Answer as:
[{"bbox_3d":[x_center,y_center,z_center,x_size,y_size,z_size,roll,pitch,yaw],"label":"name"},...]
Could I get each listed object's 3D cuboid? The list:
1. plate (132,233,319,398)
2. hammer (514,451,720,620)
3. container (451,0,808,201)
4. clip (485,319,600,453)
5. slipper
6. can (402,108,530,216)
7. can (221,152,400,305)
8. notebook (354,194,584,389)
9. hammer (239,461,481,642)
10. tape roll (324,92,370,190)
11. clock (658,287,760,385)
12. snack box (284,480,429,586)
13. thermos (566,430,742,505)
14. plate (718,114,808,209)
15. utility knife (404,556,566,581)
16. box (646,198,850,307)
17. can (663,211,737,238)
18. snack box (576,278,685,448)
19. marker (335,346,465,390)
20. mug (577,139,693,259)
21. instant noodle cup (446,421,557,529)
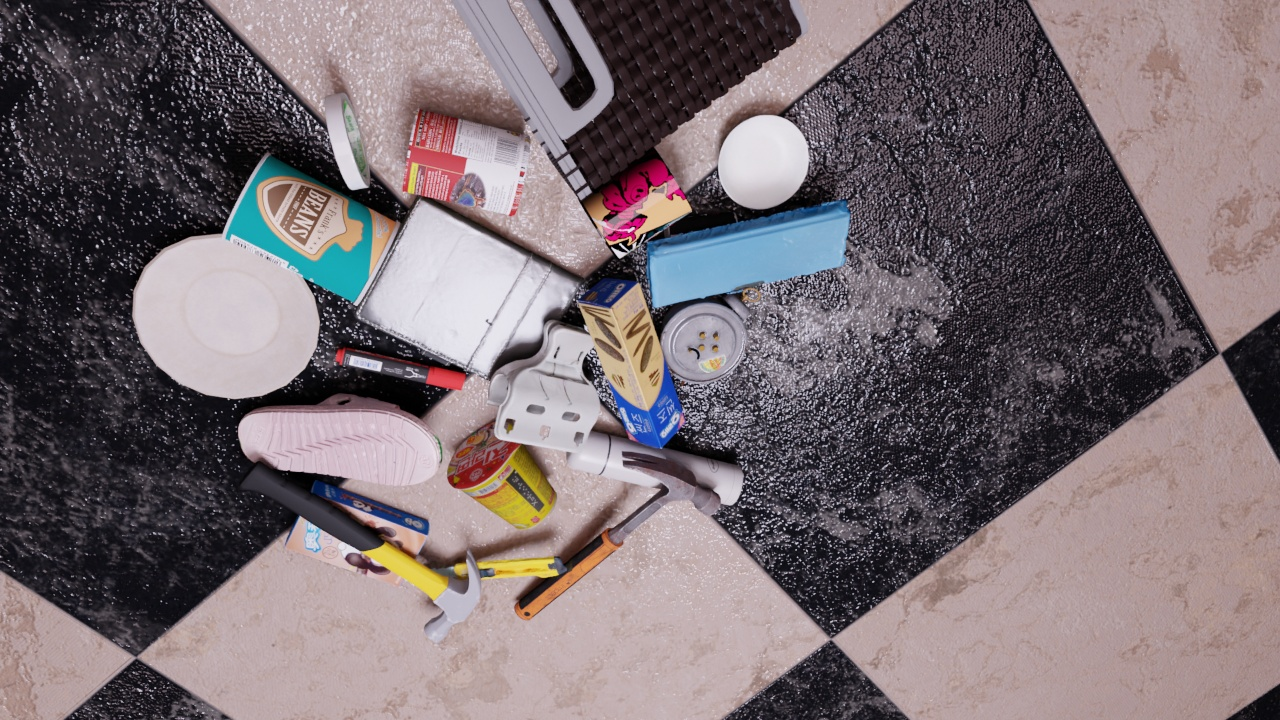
[{"bbox_3d":[-0.448,-0.049,1.003,0.188,0.027,0.189,-4,114,-8],"label":"plate"},{"bbox_3d":[-0.058,0.230,1.157,0.137,0.035,0.315,37,115,-26],"label":"hammer"},{"bbox_3d":[-0.031,-0.333,0.834,0.243,0.245,0.247,-32,115,1],"label":"container"},{"bbox_3d":[-0.110,0.025,1.069,0.126,0.099,0.152,14,84,-39],"label":"clip"},{"bbox_3d":[-0.342,0.085,1.064,0.239,0.064,0.094,3,112,7],"label":"slipper"},{"bbox_3d":[-0.180,-0.203,0.949,0.116,0.086,0.087,11,111,-14],"label":"can"},{"bbox_3d":[-0.337,-0.133,0.945,0.144,0.099,0.099,28,106,-20],"label":"can"},{"bbox_3d":[-0.194,-0.070,1.038,0.209,0.029,0.170,28,106,-19],"label":"notebook"},{"bbox_3d":[-0.329,0.219,1.103,0.323,0.029,0.127,40,105,-22],"label":"hammer"},{"bbox_3d":[-0.293,-0.219,0.918,0.018,0.093,0.094,-13,115,-5],"label":"tape roll"},{"bbox_3d":[0.082,-0.035,1.086,0.148,0.056,0.104,-41,114,11],"label":"clock"},{"bbox_3d":[-0.348,0.215,1.133,0.151,0.034,0.087,25,108,-18],"label":"snack box"},{"bbox_3d":[0.017,0.133,1.150,0.224,0.052,0.052,15,110,-16],"label":"thermos"},{"bbox_3d":[0.135,-0.224,1.028,0.104,0.026,0.104,-4,114,-9],"label":"plate"},{"bbox_3d":[-0.200,0.268,1.167,0.217,0.019,0.030,-6,112,14],"label":"utility knife"},{"bbox_3d":[0.118,-0.127,1.040,0.231,0.054,0.093,-13,142,-4],"label":"box"},{"bbox_3d":[0.069,-0.150,1.046,0.080,0.031,0.031,-6,114,-7],"label":"can"},{"bbox_3d":[-0.006,0.006,1.065,0.056,0.057,0.207,-45,129,-34],"label":"snack box"},{"bbox_3d":[-0.276,0.009,1.061,0.145,0.021,0.024,13,148,-15],"label":"marker"},{"bbox_3d":[-0.016,-0.186,0.997,0.098,0.082,0.118,-33,87,5],"label":"mug"},{"bbox_3d":[-0.161,0.146,1.109,0.100,0.100,0.112,-33,125,5],"label":"instant noodle cup"}]
